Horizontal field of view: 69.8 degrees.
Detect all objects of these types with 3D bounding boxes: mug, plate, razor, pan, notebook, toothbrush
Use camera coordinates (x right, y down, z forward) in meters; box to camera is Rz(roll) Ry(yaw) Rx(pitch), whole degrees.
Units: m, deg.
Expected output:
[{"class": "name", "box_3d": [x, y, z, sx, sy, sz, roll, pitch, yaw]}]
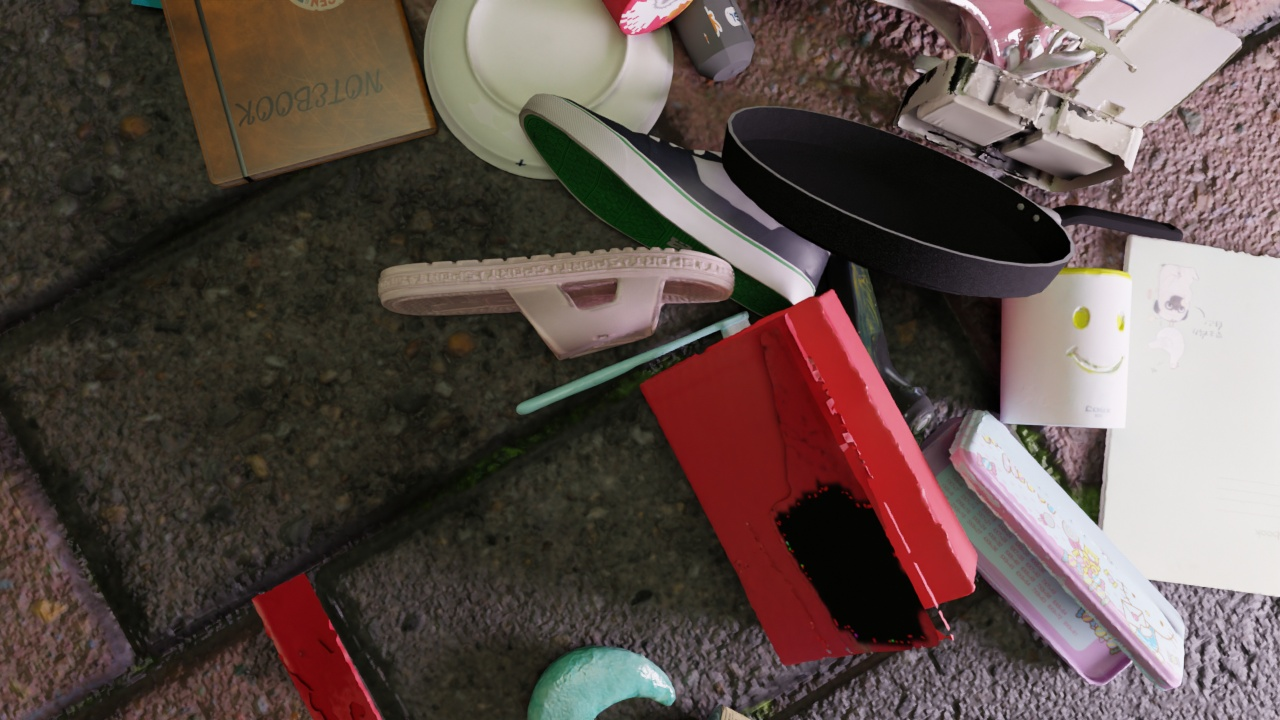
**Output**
[{"class": "mug", "box_3d": [0.295, -0.007, 0.641, 0.082, 0.082, 0.106, 3, 87, -3]}, {"class": "plate", "box_3d": [-0.065, -0.223, 0.657, 0.182, 0.034, 0.182, 0, 87, -3]}, {"class": "razor", "box_3d": [0.164, -0.005, 0.644, 0.067, 0.053, 0.151, -16, 79, 40]}, {"class": "pan", "box_3d": [0.220, -0.099, 0.606, 0.356, 0.225, 0.034, 6, 122, -21]}, {"class": "notebook", "box_3d": [-0.266, -0.261, 0.658, 0.178, 0.014, 0.249, -16, 88, -4]}, {"class": "notebook", "box_3d": [0.437, 0.043, 0.682, 0.182, 0.010, 0.252, 8, 87, -3]}, {"class": "toothbrush", "box_3d": [-0.004, 0.004, 0.657, 0.180, 0.016, 0.016, -21, 97, -5]}]

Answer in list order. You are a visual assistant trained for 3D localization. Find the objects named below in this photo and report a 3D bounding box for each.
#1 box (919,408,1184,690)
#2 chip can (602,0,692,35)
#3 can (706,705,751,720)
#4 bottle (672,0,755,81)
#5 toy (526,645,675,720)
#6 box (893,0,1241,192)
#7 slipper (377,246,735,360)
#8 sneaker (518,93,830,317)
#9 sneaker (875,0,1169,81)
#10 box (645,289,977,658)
[{"class": "box", "box_3d": [0.282, 0.130, 0.636, 0.214, 0.096, 0.077, 47, 69, 0]}, {"class": "chip can", "box_3d": [-0.041, -0.332, 0.623, 0.069, 0.069, 0.220, -31, 83, -5]}, {"class": "can", "box_3d": [0.083, 0.274, 0.635, 0.079, 0.038, 0.038, 29, 86, -1]}, {"class": "bottle", "box_3d": [0.043, -0.257, 0.659, 0.047, 0.047, 0.112, -25, 89, -4]}, {"class": "toy", "box_3d": [-0.035, 0.242, 0.636, 0.085, 0.033, 0.105, 44, 85, -11]}, {"class": "box", "box_3d": [0.271, -0.178, 0.591, 0.143, 0.191, 0.069, 19, 89, -9]}, {"class": "slipper", "box_3d": [-0.056, -0.032, 0.619, 0.239, 0.094, 0.064, -1, 83, 3]}, {"class": "sneaker", "box_3d": [0.029, -0.121, 0.633, 0.235, 0.084, 0.079, 33, 76, -10]}, {"class": "sneaker", "box_3d": [0.264, -0.238, 0.637, 0.240, 0.118, 0.088, -2, 107, -20]}, {"class": "box", "box_3d": [0.132, 0.067, 0.712, 0.153, 0.325, 0.213, -28, 88, 11]}]
